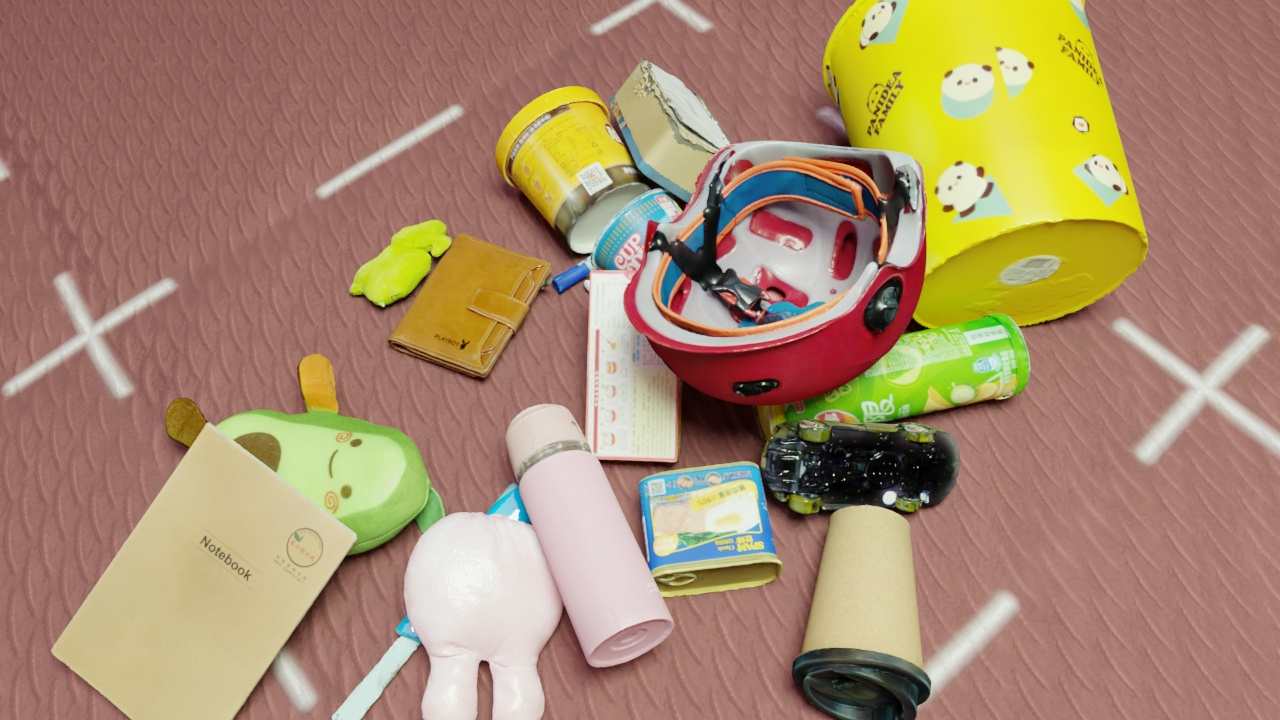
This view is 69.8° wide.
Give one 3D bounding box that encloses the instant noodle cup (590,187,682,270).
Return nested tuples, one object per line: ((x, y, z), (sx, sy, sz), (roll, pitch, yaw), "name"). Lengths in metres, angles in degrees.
((0.028, -0.080, 0.812), (0.099, 0.099, 0.110), (-37, 71, -17), "instant noodle cup")

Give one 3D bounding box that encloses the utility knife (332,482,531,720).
((-0.155, 0.186, 0.706), (0.034, 0.018, 0.217), (37, 68, 7), "utility knife")

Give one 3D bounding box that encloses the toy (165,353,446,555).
((-0.278, 0.099, 0.725), (0.247, 0.090, 0.226), (-3, 69, 7), "toy")

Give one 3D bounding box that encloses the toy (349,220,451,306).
((-0.224, -0.093, 0.862), (0.097, 0.031, 0.100), (-8, 49, 20), "toy")

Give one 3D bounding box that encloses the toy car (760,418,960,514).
((0.172, 0.082, 0.714), (0.158, 0.042, 0.070), (4, 104, -10), "toy car")

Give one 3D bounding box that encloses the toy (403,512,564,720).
((-0.114, 0.191, 0.673), (0.121, 0.054, 0.159), (8, 65, -17), "toy")

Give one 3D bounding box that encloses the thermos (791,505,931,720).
((0.160, 0.181, 0.655), (0.093, 0.093, 0.143), (9, 52, 8), "thermos")

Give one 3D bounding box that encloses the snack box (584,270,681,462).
((-0.004, 0.004, 0.756), (0.077, 0.027, 0.155), (1, 88, 10), "snack box")

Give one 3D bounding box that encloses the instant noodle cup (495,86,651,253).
((-0.057, -0.172, 0.857), (0.118, 0.119, 0.114), (-30, 70, -13), "instant noodle cup")

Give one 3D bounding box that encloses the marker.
((-0.020, -0.106, 0.869), (0.145, 0.017, 0.017), (-32, 63, -15), "marker")

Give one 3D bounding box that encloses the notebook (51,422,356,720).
((-0.322, 0.172, 0.673), (0.148, 0.008, 0.207), (35, 90, 9), "notebook")

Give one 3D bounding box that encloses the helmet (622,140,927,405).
((0.106, -0.047, 0.681), (0.207, 0.144, 0.239), (15, 55, 38), "helmet")

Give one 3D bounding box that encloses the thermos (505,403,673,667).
((-0.042, 0.126, 0.686), (0.067, 0.087, 0.198), (-32, 55, 3), "thermos")

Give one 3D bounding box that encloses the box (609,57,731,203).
((0.032, -0.209, 0.850), (0.089, 0.061, 0.184), (28, 28, -28), "box")

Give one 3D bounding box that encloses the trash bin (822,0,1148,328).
((0.291, -0.176, 0.780), (0.229, 0.230, 0.254), (-6, 65, 0), "trash bin")

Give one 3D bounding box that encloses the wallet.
((-0.148, -0.049, 0.838), (0.119, 0.035, 0.130), (17, 62, 20), "wallet")

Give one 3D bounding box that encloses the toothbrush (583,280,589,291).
((0.017, -0.023, 0.819), (0.180, 0.016, 0.016), (37, 61, 21), "toothbrush")

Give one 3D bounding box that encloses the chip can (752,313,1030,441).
((0.204, 0.016, 0.752), (0.221, 0.073, 0.072), (-12, 60, -3), "chip can")

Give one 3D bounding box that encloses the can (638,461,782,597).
((0.051, 0.129, 0.706), (0.102, 0.057, 0.083), (-7, 58, 0), "can")
